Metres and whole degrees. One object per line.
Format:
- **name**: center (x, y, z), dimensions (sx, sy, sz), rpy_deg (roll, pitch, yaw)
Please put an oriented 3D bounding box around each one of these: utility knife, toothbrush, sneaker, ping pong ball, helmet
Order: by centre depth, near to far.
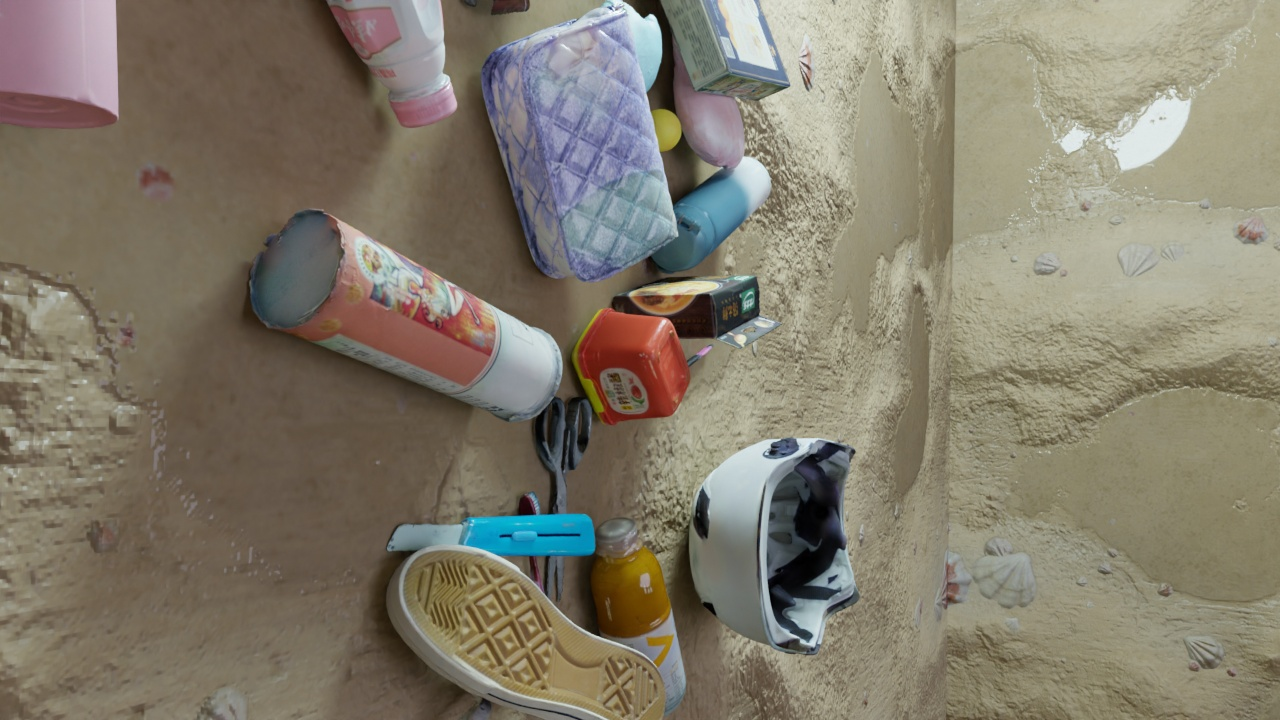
- **sneaker**: center (-0.089, 0.212, 0.650), dimensions (0.241, 0.088, 0.118), rpy_deg (38, 42, -31)
- **utility knife**: center (-0.102, 0.130, 0.674), dimensions (0.204, 0.018, 0.034), rpy_deg (12, 82, -52)
- **toothbrush**: center (-0.080, 0.196, 0.739), dimensions (0.017, 0.016, 0.187), rpy_deg (-34, 120, -69)
- **ping pong ball**: center (0.020, -0.224, 0.893), dimensions (0.040, 0.040, 0.040), rpy_deg (-1, 91, -62)
- **toothbrush**: center (0.039, 0.009, 0.964), dimensions (0.188, 0.014, 0.018), rpy_deg (-36, 109, -58)
- **helmet**: center (0.131, 0.192, 0.999), dimensions (0.258, 0.146, 0.229), rpy_deg (-18, 105, -52)

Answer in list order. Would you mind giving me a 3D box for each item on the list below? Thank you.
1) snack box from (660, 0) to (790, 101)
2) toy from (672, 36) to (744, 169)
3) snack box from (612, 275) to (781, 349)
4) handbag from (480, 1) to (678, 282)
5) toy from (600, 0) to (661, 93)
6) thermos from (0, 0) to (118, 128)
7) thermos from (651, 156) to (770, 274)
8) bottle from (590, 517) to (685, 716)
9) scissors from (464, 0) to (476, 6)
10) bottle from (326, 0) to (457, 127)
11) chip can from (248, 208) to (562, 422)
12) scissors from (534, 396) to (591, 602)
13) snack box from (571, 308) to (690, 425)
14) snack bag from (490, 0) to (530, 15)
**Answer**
- **snack box**: center (0.077, -0.362, 0.941), dimensions (0.182, 0.046, 0.178), rpy_deg (-21, 90, -61)
- **toy**: center (0.070, -0.282, 0.976), dimensions (0.121, 0.054, 0.159), rpy_deg (0, 79, -62)
- **snack box**: center (0.056, -0.048, 0.872), dimensions (0.113, 0.126, 0.053), rpy_deg (-27, 114, -59)
- **handbag**: center (-0.044, -0.168, 0.725), dimensions (0.133, 0.076, 0.194), rpy_deg (-32, 122, -34)
- **toy**: center (-0.025, -0.238, 0.800), dimensions (0.161, 0.050, 0.156), rpy_deg (-46, 135, -37)
- **thermos**: center (-0.236, -0.197, 0.362), dimensions (0.067, 0.087, 0.198), rpy_deg (-4, 95, -80)
- **thermos**: center (0.074, -0.157, 0.977), dimensions (0.219, 0.070, 0.070), rpy_deg (-46, 130, -51)
- **bottle**: center (-0.005, 0.231, 0.823), dimensions (0.067, 0.068, 0.190), rpy_deg (-42, 126, -54)
- **scissors**: center (-0.145, -0.319, 0.606), dimensions (0.175, 0.019, 0.175), rpy_deg (-43, 131, -56)
- **bottle**: center (-0.158, -0.234, 0.533), dimensions (0.068, 0.068, 0.197), rpy_deg (-58, 143, -44)
- **chip can**: center (-0.135, -0.019, 0.572), dimensions (0.214, 0.071, 0.071), rpy_deg (31, 63, -58)
- **scissors**: center (-0.063, 0.112, 0.772), dimensions (0.150, 0.014, 0.171), rpy_deg (-54, 136, -46)
- **snack box**: center (-0.005, 0.005, 0.808), dimensions (0.081, 0.080, 0.091), rpy_deg (-62, 141, -42)
- **snack bag**: center (-0.099, -0.303, 0.655), dimensions (0.048, 0.026, 0.104), rpy_deg (-39, 128, -53)
